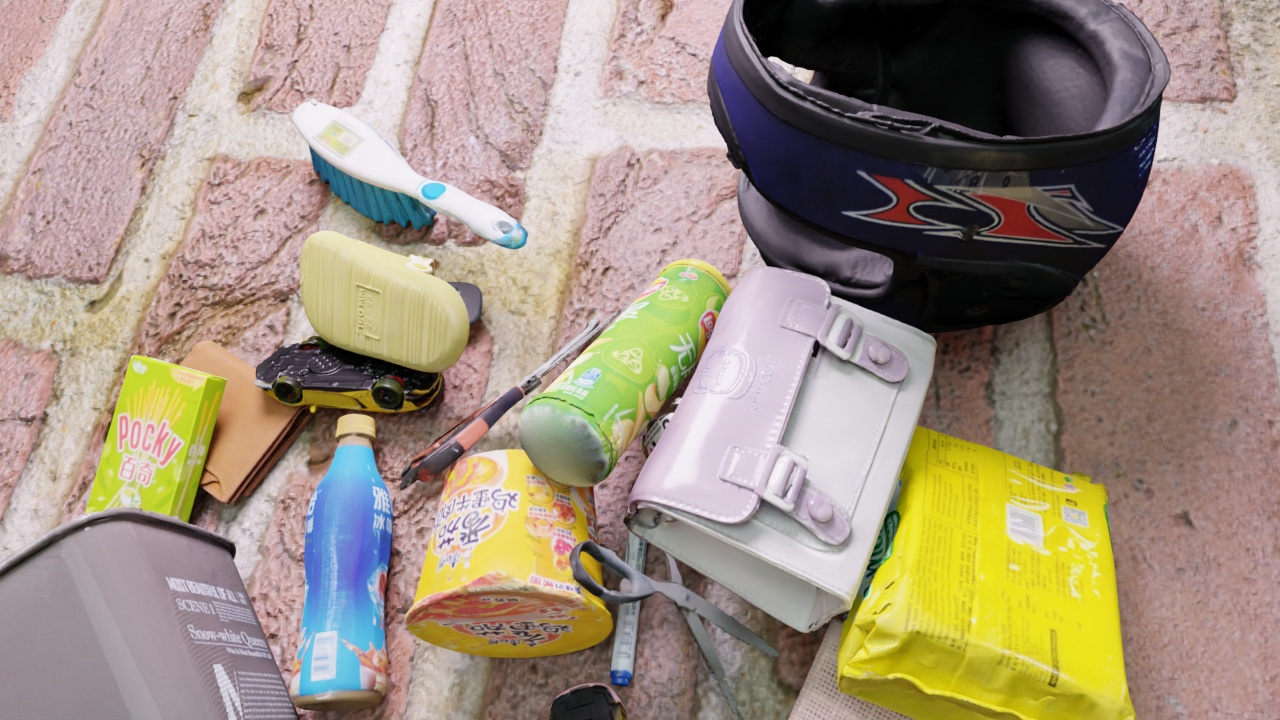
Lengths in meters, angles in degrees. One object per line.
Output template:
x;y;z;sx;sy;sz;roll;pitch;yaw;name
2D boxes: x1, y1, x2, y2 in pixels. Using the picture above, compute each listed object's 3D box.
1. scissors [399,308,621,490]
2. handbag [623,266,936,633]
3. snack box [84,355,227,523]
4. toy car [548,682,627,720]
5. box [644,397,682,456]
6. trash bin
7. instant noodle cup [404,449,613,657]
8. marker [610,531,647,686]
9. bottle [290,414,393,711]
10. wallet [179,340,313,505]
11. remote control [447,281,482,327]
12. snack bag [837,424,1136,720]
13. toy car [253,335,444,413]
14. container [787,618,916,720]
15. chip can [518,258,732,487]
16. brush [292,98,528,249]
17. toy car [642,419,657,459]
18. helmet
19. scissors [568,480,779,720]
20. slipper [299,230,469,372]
-0.106;0.032;0.716;0.222;0.189;0.015;-35;97;19;scissors
0.092;0.047;0.588;0.145;0.099;0.196;25;59;6;handbag
-0.395;0.080;0.743;0.086;0.026;0.156;13;86;19;snack box
-0.026;0.279;0.612;0.056;0.037;0.122;-17;76;4;toy car
0.086;0.080;0.657;0.163;0.075;0.080;38;50;10;box
-0.333;0.246;0.597;0.198;0.199;0.219;-37;71;-8;trash bin
-0.087;0.134;0.642;0.138;0.138;0.109;-5;56;7;instant noodle cup
-0.006;0.163;0.675;0.017;0.017;0.145;3;65;10;marker
-0.221;0.146;0.691;0.065;0.065;0.218;-8;63;5;bottle
-0.358;0.051;0.779;0.132;0.031;0.107;27;70;22;wallet
-0.201;-0.041;0.800;0.136;0.024;0.053;-3;66;9;remote control
0.218;0.129;0.570;0.158;0.068;0.245;19;36;9;snack bag
-0.241;0.013;0.765;0.156;0.041;0.071;2;37;7;toy car
0.136;0.238;0.577;0.090;0.090;0.110;26;74;19;container
-0.004;0.004;0.666;0.072;0.073;0.220;22;40;18;chip can
-0.202;-0.149;0.805;0.314;0.109;0.060;35;71;22;brush
0.028;0.093;0.690;0.048;0.032;0.105;0;64;-16;toy car
0.187;-0.137;0.653;0.315;0.241;0.247;-3;57;-12;helmet
0.026;0.155;0.619;0.014;0.181;0.159;-38;39;40;scissors
-0.200;-0.047;0.750;0.191;0.081;0.092;22;109;30;slipper
